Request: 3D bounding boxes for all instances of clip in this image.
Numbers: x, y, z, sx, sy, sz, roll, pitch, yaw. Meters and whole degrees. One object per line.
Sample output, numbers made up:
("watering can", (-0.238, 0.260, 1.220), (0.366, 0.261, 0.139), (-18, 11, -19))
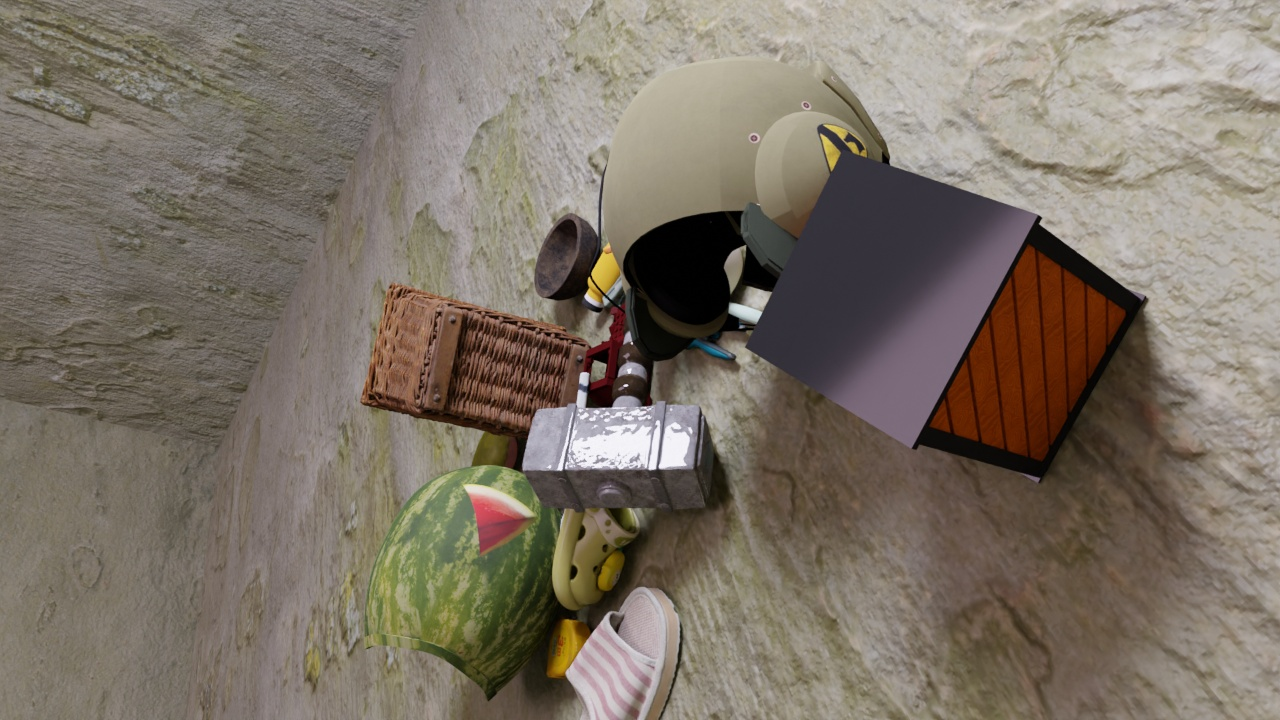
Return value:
("clip", (-0.016, -0.095, 1.145), (0.076, 0.044, 0.023), (-52, 37, 28))

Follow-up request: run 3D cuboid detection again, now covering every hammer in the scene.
("hammer", (-0.006, 0.006, 0.973), (0.177, 0.079, 0.325), (-2, 51, 14))

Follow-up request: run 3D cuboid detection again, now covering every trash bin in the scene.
("trash bin", (0.198, -0.025, 0.598), (0.140, 0.171, 0.140), (36, 104, 45))

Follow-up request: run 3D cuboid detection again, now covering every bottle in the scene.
("bottle", (-0.029, -0.127, 1.166), (0.144, 0.043, 0.043), (-59, 33, 19))

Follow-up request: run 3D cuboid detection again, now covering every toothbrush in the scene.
("toothbrush", (0.126, -0.037, 0.899), (0.155, 0.015, 0.022), (28, 130, 59))
("toothbrush", (-0.072, 0.105, 1.030), (0.012, 0.017, 0.186), (2, 78, 23))

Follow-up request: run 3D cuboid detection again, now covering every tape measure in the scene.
("tape measure", (-0.076, 0.316, 1.010), (0.059, 0.030, 0.068), (-23, 57, 52))

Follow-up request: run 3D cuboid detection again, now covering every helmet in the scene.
("helmet", (0.096, -0.124, 0.740), (0.251, 0.255, 0.232), (-30, 50, 52))
("helmet", (-0.189, 0.236, 1.048), (0.244, 0.213, 0.246), (118, 175, -57))

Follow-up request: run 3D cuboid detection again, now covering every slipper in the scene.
("slipper", (-0.037, 0.178, 0.992), (0.082, 0.091, 0.190), (8, 89, 20))
("slipper", (-0.039, 0.348, 0.913), (0.115, 0.052, 0.263), (31, 101, 58))

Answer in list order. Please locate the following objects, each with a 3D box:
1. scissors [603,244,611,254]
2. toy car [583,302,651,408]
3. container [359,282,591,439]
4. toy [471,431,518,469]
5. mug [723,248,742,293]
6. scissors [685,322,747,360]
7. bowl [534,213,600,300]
("scissors", (0.013, -0.151, 1.076), (0.125, 0.011, 0.131), (-23, 14, 6))
("toy car", (-0.025, 0.005, 1.068), (0.070, 0.061, 0.169), (-21, 56, 52))
("container", (-0.187, 0.012, 1.126), (0.183, 0.249, 0.162), (7, 83, 63))
("toy", (-0.208, 0.138, 1.299), (0.110, 0.051, 0.090), (-57, 31, 26))
("mug", (0.050, -0.109, 0.976), (0.096, 0.099, 0.120), (-59, 31, 15))
("scissors", (0.070, -0.035, 0.983), (0.146, 0.019, 0.133), (-46, 37, 38))
("bowl", (-0.091, -0.135, 1.256), (0.122, 0.056, 0.121), (-34, 46, 45))
